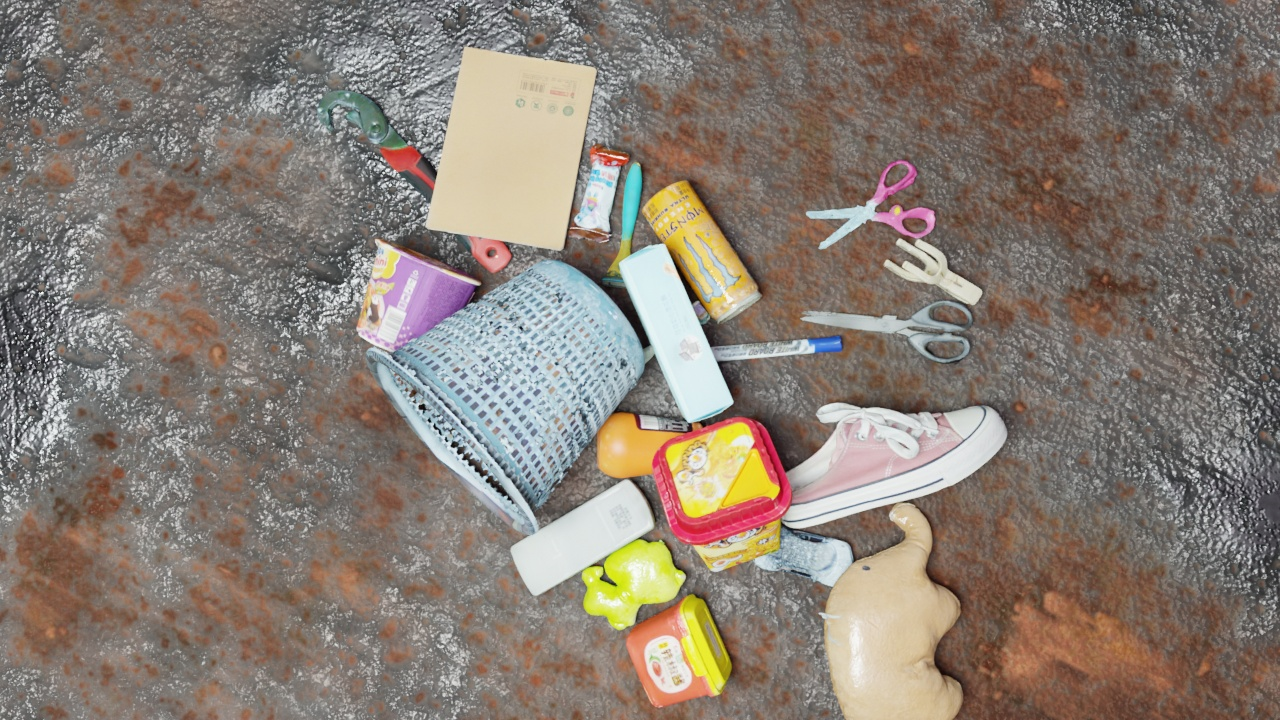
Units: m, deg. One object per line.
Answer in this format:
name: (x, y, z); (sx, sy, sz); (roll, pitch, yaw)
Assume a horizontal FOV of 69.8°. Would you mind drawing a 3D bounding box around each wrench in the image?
wrench: (-0.240, -0.196, 0.985); (0.273, 0.016, 0.056); (43, 88, 5)

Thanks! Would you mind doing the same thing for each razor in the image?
razor: (-0.013, -0.142, 0.966); (0.043, 0.028, 0.132); (7, 88, 1)

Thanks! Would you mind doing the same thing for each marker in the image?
marker: (0.136, -0.012, 0.956); (0.146, 0.017, 0.017); (-5, 85, 2)

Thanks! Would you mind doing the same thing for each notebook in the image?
notebook: (-0.136, -0.228, 0.979); (0.148, 0.008, 0.207); (9, 81, 1)

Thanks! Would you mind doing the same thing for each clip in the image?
clip: (0.300, -0.090, 0.932); (0.102, 0.095, 0.035); (32, 93, 14)

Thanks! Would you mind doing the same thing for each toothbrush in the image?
toothbrush: (-0.006, 0.006, 0.958); (0.189, 0.020, 0.029); (-40, 123, -1)

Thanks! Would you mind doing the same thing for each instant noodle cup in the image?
instant noodle cup: (-0.231, -0.058, 0.934); (0.111, 0.111, 0.099); (24, 95, 4)
instant noodle cup: (0.082, 0.135, 0.882); (0.116, 0.124, 0.116); (-19, 51, 1)

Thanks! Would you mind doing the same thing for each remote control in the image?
remote control: (-0.058, 0.180, 0.936); (0.150, 0.021, 0.058); (-31, 75, 5)

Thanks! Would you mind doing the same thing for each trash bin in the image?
trash bin: (-0.110, 0.019, 0.872); (0.226, 0.227, 0.194); (46, 70, 5)

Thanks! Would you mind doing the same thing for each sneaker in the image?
sneaker: (0.236, 0.085, 0.903); (0.241, 0.118, 0.088); (-21, 105, 5)

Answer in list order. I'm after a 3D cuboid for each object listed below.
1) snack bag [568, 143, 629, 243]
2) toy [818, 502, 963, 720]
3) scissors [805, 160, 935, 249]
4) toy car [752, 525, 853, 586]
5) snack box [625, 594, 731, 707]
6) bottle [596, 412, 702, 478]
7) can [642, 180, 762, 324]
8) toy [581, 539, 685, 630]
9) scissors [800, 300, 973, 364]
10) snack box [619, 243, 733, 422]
snack bag: (-0.043, -0.177, 0.972); (0.045, 0.026, 0.105); (14, 88, 0)
toy: (0.246, 0.254, 0.901); (0.143, 0.083, 0.226); (3, 83, -18)
scissors: (0.241, -0.165, 0.967); (0.135, 0.017, 0.108); (0, 88, 6)
toy car: (0.165, 0.197, 0.930); (0.105, 0.031, 0.049); (13, 88, 1)
snack box: (0.037, 0.289, 0.906); (0.080, 0.082, 0.091); (-26, 84, 13)
bottle: (0.031, 0.086, 0.931); (0.149, 0.067, 0.066); (1, 85, -5)
can: (0.063, -0.112, 0.946); (0.058, 0.058, 0.146); (-33, 85, -1)
toy: (-0.009, 0.224, 0.933); (0.097, 0.031, 0.100); (26, 86, 8)
scissors: (0.259, -0.046, 0.959); (0.175, 0.014, 0.133); (40, 89, 8)
snack box: (0.034, -0.026, 0.911); (0.051, 0.074, 0.175); (-24, 91, -1)
